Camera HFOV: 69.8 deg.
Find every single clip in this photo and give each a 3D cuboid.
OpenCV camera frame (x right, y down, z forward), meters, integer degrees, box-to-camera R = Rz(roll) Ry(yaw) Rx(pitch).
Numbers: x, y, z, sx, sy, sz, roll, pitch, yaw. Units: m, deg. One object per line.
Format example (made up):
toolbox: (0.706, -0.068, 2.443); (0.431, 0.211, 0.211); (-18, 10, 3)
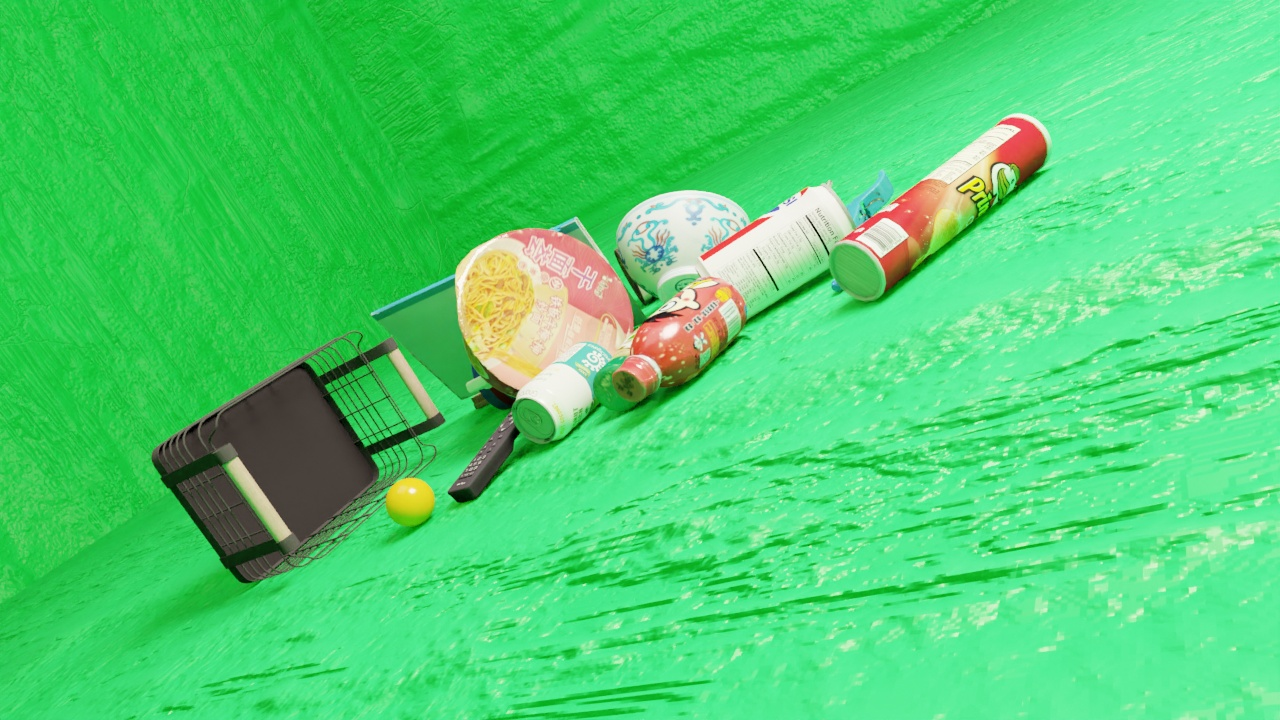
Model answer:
clip: (0.218, -0.148, 0.875); (0.121, 0.031, 0.129); (-29, 19, 15)

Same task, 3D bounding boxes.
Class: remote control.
remote control: (-0.118, 0.069, 0.795); (0.032, 0.015, 0.136); (-19, 26, 42)

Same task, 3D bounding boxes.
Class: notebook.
notebook: (-0.141, -0.049, 1.024); (0.254, 0.181, 0.009); (-22, 49, 13)

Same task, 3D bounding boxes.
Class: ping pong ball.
ping pong ball: (-0.192, 0.118, 0.765); (0.040, 0.040, 0.040); (-29, 12, 6)

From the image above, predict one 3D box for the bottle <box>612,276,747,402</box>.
bottle: (0.028, -0.014, 0.733); (0.062, 0.062, 0.137); (-18, 16, 44)

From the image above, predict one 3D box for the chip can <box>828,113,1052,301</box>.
chip can: (0.233, -0.120, 0.705); (0.214, 0.052, 0.052); (-36, 13, -24)

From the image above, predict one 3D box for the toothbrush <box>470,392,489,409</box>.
toothbrush: (-0.132, 0.015, 1.110); (0.167, 0.016, 0.016); (-28, 14, 8)

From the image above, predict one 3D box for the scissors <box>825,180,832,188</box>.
scissors: (0.162, -0.129, 0.970); (0.141, 0.014, 0.162); (-58, 4, -22)

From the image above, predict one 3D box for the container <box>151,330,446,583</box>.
container: (-0.331, 0.090, 0.915); (0.131, 0.163, 0.240); (-22, 14, 33)

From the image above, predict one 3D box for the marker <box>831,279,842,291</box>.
marker: (0.190, -0.090, 0.784); (0.013, 0.013, 0.141); (-20, 16, 39)

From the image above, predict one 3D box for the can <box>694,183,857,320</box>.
can: (0.119, -0.093, 0.803); (0.132, 0.070, 0.070); (-33, 12, 4)

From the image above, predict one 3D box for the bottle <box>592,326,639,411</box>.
bottle: (-0.005, 0.005, 0.787); (0.043, 0.043, 0.110); (-25, 12, 24)

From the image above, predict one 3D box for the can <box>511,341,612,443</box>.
can: (-0.064, 0.027, 0.800); (0.055, 0.055, 0.101); (-20, 15, 40)

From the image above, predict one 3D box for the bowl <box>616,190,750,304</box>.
bowl: (0.048, -0.101, 0.961); (0.144, 0.144, 0.074); (-23, 53, 30)

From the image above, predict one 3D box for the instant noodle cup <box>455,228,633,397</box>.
instant noodle cup: (-0.103, -0.035, 0.919); (0.178, 0.178, 0.078); (-37, -3, -30)

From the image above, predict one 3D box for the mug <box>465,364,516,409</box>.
mug: (-0.137, 0.009, 0.981); (0.076, 0.075, 0.111); (-24, 1, 26)

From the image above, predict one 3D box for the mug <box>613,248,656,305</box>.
mug: (0.039, -0.122, 1.152); (0.107, 0.080, 0.115); (-30, 40, -4)
